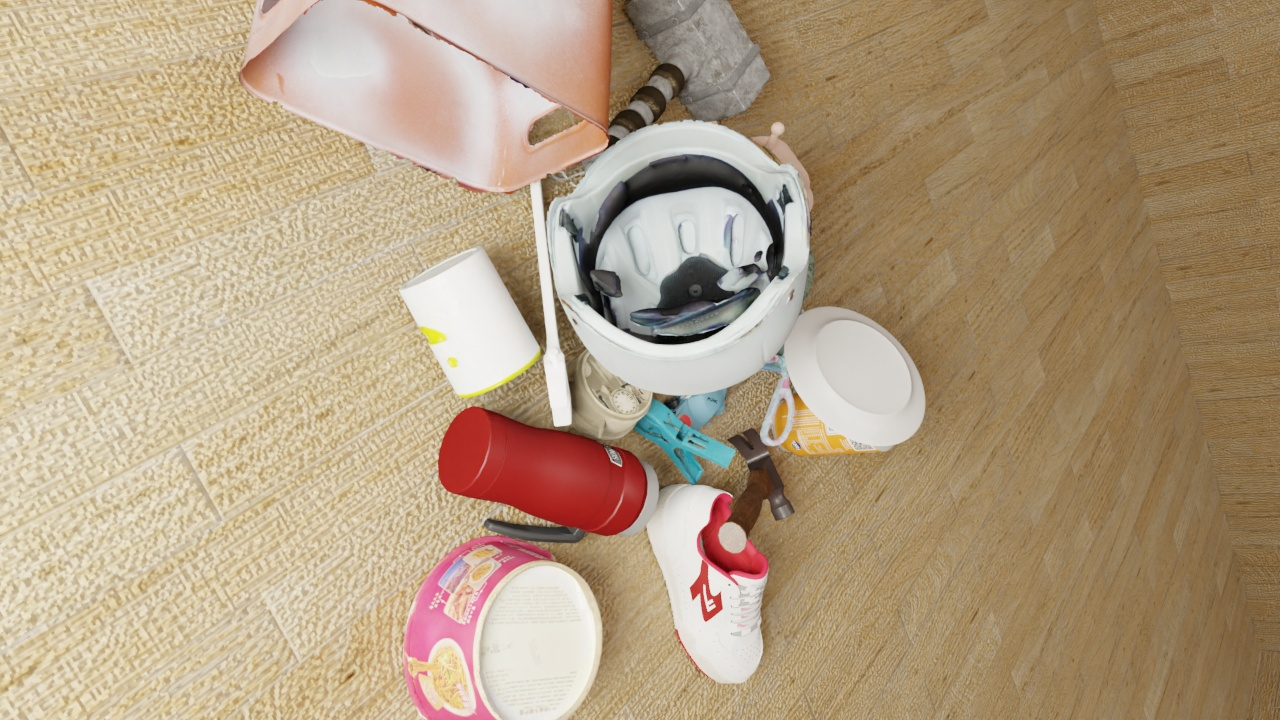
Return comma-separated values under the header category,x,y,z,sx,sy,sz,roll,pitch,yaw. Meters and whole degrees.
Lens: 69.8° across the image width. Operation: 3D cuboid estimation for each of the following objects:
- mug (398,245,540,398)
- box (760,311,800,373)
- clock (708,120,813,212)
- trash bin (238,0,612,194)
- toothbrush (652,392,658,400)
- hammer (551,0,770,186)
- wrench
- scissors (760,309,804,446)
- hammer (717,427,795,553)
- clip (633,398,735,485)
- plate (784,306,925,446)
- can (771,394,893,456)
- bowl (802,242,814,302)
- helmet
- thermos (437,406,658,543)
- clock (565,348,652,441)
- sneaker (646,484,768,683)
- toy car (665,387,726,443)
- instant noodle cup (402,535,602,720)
category,x,y,z,sx,sy,sz,roll,pitch,yaw
mug,-0.145,-0.033,0.787,0.082,0.083,0.106,-42,112,-42
box,0.102,-0.058,1.056,0.208,0.021,0.125,10,75,-29
clock,0.121,-0.196,1.050,0.160,0.131,0.086,46,15,-52
trash bin,-0.159,-0.265,0.743,0.259,0.182,0.157,18,69,-42
toothbrush,-0.006,0.006,0.974,0.016,0.016,0.167,-39,111,-42
hammer,0.013,-0.285,1.006,0.177,0.080,0.325,51,56,-28
wrench,-0.087,-0.071,0.854,0.018,0.066,0.273,-7,70,-3
scissors,0.160,0.021,1.070,0.170,0.014,0.173,-2,87,-33
hammer,0.116,0.142,0.953,0.115,0.033,0.322,64,13,2
clip,0.030,0.084,0.971,0.120,0.104,0.027,40,52,-10
plate,0.254,0.011,1.065,0.188,0.016,0.188,12,54,-18
can,0.238,0.076,1.124,0.079,0.143,0.079,10,76,-45
bowl,0.175,-0.127,1.168,0.157,0.039,0.157,10,76,-45
helmet,0.042,-0.085,0.861,0.164,0.237,0.263,73,10,-57
thermos,-0.084,0.115,0.833,0.198,0.084,0.108,23,98,-40
clock,-0.020,0.020,0.909,0.140,0.055,0.093,-32,84,-43
sneaker,0.094,0.242,0.974,0.090,0.104,0.236,-27,103,-45
toy car,0.066,0.051,1.032,0.107,0.028,0.060,-44,114,-41
instant noodle cup,-0.106,0.241,0.785,0.178,0.078,0.178,9,77,-45
